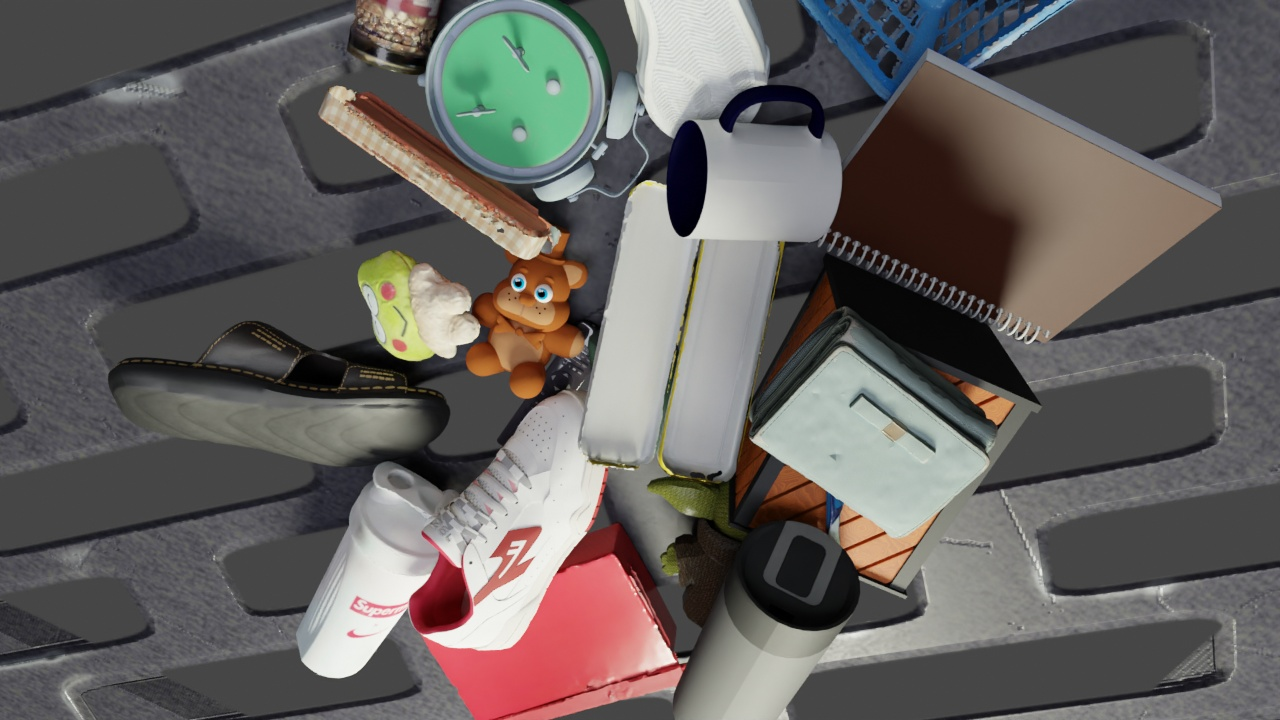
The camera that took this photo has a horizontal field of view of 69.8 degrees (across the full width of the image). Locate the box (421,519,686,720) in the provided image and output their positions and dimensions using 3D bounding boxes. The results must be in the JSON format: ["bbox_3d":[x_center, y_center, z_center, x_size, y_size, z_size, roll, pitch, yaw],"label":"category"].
[{"bbox_3d":[-0.082,0.248,0.848,0.215,0.164,0.153,-20,154,16],"label":"box"}]

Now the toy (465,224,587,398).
[{"bbox_3d":[-0.085,-0.041,0.712,0.095,0.065,0.128,22,110,5],"label":"toy"}]

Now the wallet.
[{"bbox_3d":[0.141,0.040,0.563,0.131,0.054,0.100,33,104,-13],"label":"wallet"}]

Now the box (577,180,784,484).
[{"bbox_3d":[0.031,-0.018,0.675,0.129,0.036,0.209,12,91,-18],"label":"box"}]

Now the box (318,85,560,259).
[{"bbox_3d":[-0.140,-0.135,0.654,0.187,0.082,0.042,36,112,3],"label":"box"}]

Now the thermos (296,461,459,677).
[{"bbox_3d":[-0.234,0.191,0.822,0.099,0.099,0.221,31,118,-8],"label":"thermos"}]

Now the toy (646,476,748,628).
[{"bbox_3d":[0.089,0.164,0.776,0.179,0.078,0.153,9,109,1],"label":"toy"}]

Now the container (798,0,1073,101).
[{"bbox_3d":[0.136,-0.351,0.490,0.362,0.089,0.258,45,139,-14],"label":"container"}]

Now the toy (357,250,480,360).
[{"bbox_3d":[-0.173,-0.041,0.717,0.115,0.046,0.092,8,118,35],"label":"toy"}]

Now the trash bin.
[{"bbox_3d":[0.166,0.044,0.679,0.139,0.139,0.172,23,115,-4],"label":"trash bin"}]

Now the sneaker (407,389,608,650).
[{"bbox_3d":[-0.114,0.127,0.725,0.104,0.090,0.237,13,113,-44],"label":"sneaker"}]

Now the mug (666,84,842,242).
[{"bbox_3d":[0.080,-0.134,0.619,0.096,0.078,0.112,-1,136,-18],"label":"mug"}]

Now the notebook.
[{"bbox_3d":[0.238,-0.098,0.627,0.209,0.022,0.172,24,144,-7],"label":"notebook"}]

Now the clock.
[{"bbox_3d":[-0.067,-0.177,0.640,0.161,0.075,0.122,37,113,-11],"label":"clock"}]

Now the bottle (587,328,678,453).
[{"bbox_3d":[-0.004,0.004,0.717,0.061,0.061,0.131,-17,116,-23],"label":"bottle"}]

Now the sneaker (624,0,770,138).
[{"bbox_3d":[0.028,-0.234,0.566,0.089,0.090,0.242,-6,156,12],"label":"sneaker"}]

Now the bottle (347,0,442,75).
[{"bbox_3d":[-0.162,-0.256,0.625,0.056,0.056,0.105,20,115,-3],"label":"bottle"}]

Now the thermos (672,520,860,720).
[{"bbox_3d":[0.085,0.212,0.676,0.082,0.082,0.241,13,138,0],"label":"thermos"}]

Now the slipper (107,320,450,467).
[{"bbox_3d":[-0.292,0.026,0.761,0.267,0.075,0.113,7,140,-8],"label":"slipper"}]

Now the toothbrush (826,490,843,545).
[{"bbox_3d":[0.135,0.100,0.621,0.017,0.016,0.189,-6,114,-2],"label":"toothbrush"}]

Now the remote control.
[{"bbox_3d":[-0.072,0.025,0.765,0.032,0.015,0.137,33,111,-9],"label":"remote control"}]
